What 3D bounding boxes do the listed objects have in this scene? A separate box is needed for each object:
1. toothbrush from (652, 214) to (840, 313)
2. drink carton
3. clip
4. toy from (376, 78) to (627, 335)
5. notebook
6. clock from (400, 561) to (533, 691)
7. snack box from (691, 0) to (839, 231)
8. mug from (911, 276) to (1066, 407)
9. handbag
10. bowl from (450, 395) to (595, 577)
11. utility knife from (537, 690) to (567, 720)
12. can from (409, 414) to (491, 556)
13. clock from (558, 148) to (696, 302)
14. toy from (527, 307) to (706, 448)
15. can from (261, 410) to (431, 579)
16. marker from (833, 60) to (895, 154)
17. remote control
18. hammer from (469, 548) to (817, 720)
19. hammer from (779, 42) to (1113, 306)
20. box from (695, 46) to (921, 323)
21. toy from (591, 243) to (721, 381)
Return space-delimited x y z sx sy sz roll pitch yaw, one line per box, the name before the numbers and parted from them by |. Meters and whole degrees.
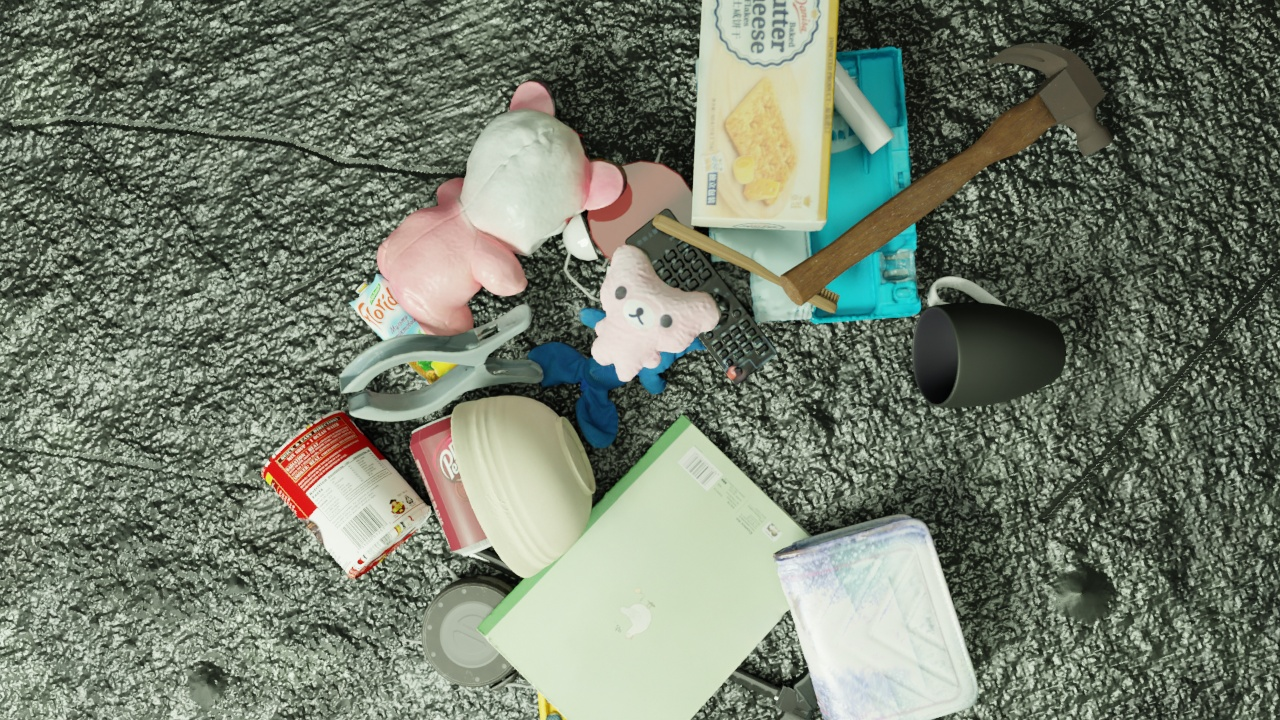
toothbrush | 0.086 -0.079 0.736 0.167 0.016 0.016 24 84 -8
drink carton | -0.197 -0.021 0.803 0.129 0.038 0.044 44 92 3
clip | -0.161 -0.005 0.738 0.163 0.108 0.028 -14 45 -14
toy | -0.124 -0.122 0.763 0.213 0.084 0.142 -40 62 6
notebook | 0.015 0.196 0.774 0.182 0.010 0.252 44 81 2
clock | -0.136 0.234 0.790 0.123 0.044 0.091 26 87 2
snack box | 0.096 -0.207 0.709 0.104 0.057 0.208 3 94 3
mug | 0.284 -0.020 0.757 0.100 0.085 0.118 -3 58 -8
handbag | 0.191 0.215 0.755 0.126 0.069 0.158 -17 87 3
bowl | -0.083 0.090 0.736 0.075 0.150 0.150 -23 87 4
utility knife | -0.078 0.297 0.801 0.030 0.017 0.163 -6 85 -5
can | -0.150 0.104 0.785 0.063 0.063 0.114 -23 87 3
clock | -0.005 -0.112 0.788 0.096 0.048 0.137 44 92 4
toy | -0.005 0.005 0.778 0.176 0.071 0.112 -23 76 3
can | -0.249 0.114 0.780 0.086 0.086 0.116 -43 86 2
marker | 0.155 -0.226 0.745 0.027 0.023 0.133 -37 90 -16
remote control | 0.049 -0.052 0.753 0.047 0.022 0.150 -37 94 1
hammer | 0.003 0.227 0.797 0.325 0.015 0.095 24 90 5
hammer | 0.246 -0.147 0.747 0.322 0.033 0.115 -36 93 -10
box | 0.140 -0.145 0.776 0.185 0.056 0.227 -4 88 -4
toy | 0.001 -0.031 0.722 0.099 0.053 0.096 35 89 6
